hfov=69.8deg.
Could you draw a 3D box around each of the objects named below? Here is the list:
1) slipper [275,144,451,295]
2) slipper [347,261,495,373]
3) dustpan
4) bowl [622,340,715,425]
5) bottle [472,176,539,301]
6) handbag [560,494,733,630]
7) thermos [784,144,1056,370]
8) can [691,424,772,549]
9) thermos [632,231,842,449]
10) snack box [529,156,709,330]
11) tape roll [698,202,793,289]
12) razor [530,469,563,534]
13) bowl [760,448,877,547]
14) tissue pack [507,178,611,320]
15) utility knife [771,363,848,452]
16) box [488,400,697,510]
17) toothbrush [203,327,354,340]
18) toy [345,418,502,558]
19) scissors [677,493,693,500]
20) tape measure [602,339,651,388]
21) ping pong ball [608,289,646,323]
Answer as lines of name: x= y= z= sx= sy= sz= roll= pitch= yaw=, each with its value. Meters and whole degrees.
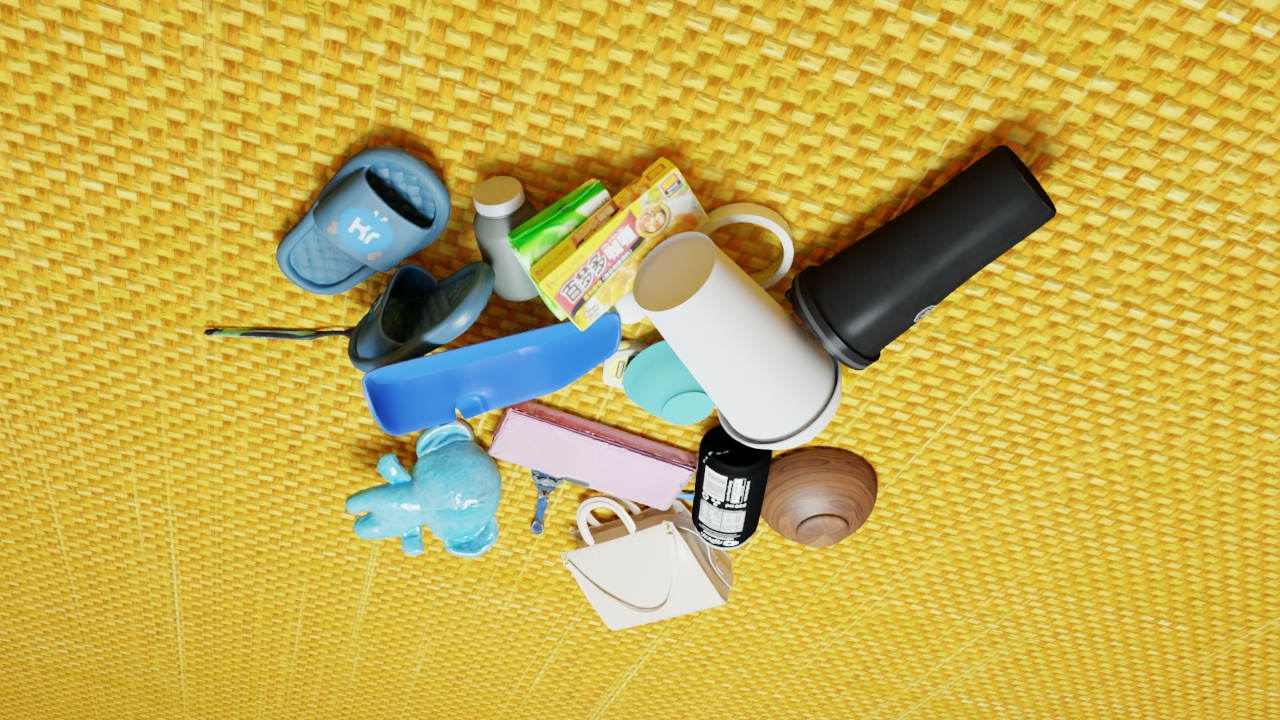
slipper: x=-0.255 y=-0.114 z=0.837 sx=0.214 sy=0.059 sz=0.103 roll=-30 pitch=129 yaw=33
slipper: x=-0.213 y=-0.044 z=0.847 sx=0.214 sy=0.103 sz=0.059 roll=-13 pitch=136 yaw=44
dustpan: x=-0.171 y=0.026 z=0.932 sx=0.245 sy=0.059 sz=0.258 roll=-15 pitch=179 yaw=-25
bowl: x=0.045 y=0.033 z=0.951 sx=0.121 sy=0.046 sz=0.121 roll=-7 pitch=139 yaw=-6
bottle: x=-0.116 y=-0.109 z=0.826 sx=0.060 sy=0.060 sz=0.109 roll=-2 pitch=136 yaw=8
handbag: x=-0.006 y=0.241 z=1.174 sx=0.195 sy=0.101 sz=0.198 roll=-21 pitch=119 yaw=26
thermos: x=0.239 y=-0.087 z=0.791 sx=0.106 sy=0.105 sz=0.219 roll=34 pitch=125 yaw=-27
can: x=0.102 y=0.145 z=1.049 sx=0.080 sy=0.080 sz=0.146 roll=4 pitch=132 yaw=1
thermos: x=0.087 y=-0.018 z=0.836 sx=0.132 sy=0.131 sz=0.222 roll=-22 pitch=138 yaw=26
snack box: x=-0.017 y=-0.099 z=0.792 sx=0.152 sy=0.025 sz=0.075 roll=-40 pitch=137 yaw=1
tape roll: x=0.093 y=-0.102 z=0.842 sx=0.094 sy=0.019 sz=0.094 roll=3 pitch=137 yaw=3
razor: x=-0.124 y=0.184 z=1.167 sx=0.044 sy=0.018 sz=0.141 roll=10 pitch=137 yaw=-5
bowl: x=0.210 y=0.177 z=1.081 sx=0.147 sy=0.068 sz=0.147 roll=0 pitch=135 yaw=0
tissue pack: x=-0.056 y=-0.098 z=0.812 sx=0.099 sy=0.034 sz=0.114 roll=-36 pitch=138 yaw=-7
utility knife: x=0.164 y=0.065 z=1.012 sx=0.029 sy=0.020 sz=0.198 roll=37 pitch=134 yaw=0
box: x=-0.055 y=0.111 z=1.067 sx=0.232 sy=0.041 sz=0.098 roll=20 pitch=135 yaw=-15
toothbrush: x=-0.371 y=-0.026 z=0.972 sx=0.188 sy=0.014 sz=0.017 roll=1 pitch=144 yaw=5
toy: x=-0.253 y=0.160 z=1.093 sx=0.180 sy=0.114 sz=0.183 roll=-13 pitch=114 yaw=-6
scissors: x=0.111 y=0.173 z=1.136 sx=0.125 sy=0.016 sz=0.125 roll=-20 pitch=131 yaw=19
tape measure: x=-0.006 y=0.006 z=0.967 sx=0.065 sy=0.016 sz=0.064 roll=10 pitch=137 yaw=-5
ping pong ball: x=-0.011 y=-0.055 z=0.886 sx=0.040 sy=0.040 sz=0.040 roll=3 pitch=137 yaw=3
